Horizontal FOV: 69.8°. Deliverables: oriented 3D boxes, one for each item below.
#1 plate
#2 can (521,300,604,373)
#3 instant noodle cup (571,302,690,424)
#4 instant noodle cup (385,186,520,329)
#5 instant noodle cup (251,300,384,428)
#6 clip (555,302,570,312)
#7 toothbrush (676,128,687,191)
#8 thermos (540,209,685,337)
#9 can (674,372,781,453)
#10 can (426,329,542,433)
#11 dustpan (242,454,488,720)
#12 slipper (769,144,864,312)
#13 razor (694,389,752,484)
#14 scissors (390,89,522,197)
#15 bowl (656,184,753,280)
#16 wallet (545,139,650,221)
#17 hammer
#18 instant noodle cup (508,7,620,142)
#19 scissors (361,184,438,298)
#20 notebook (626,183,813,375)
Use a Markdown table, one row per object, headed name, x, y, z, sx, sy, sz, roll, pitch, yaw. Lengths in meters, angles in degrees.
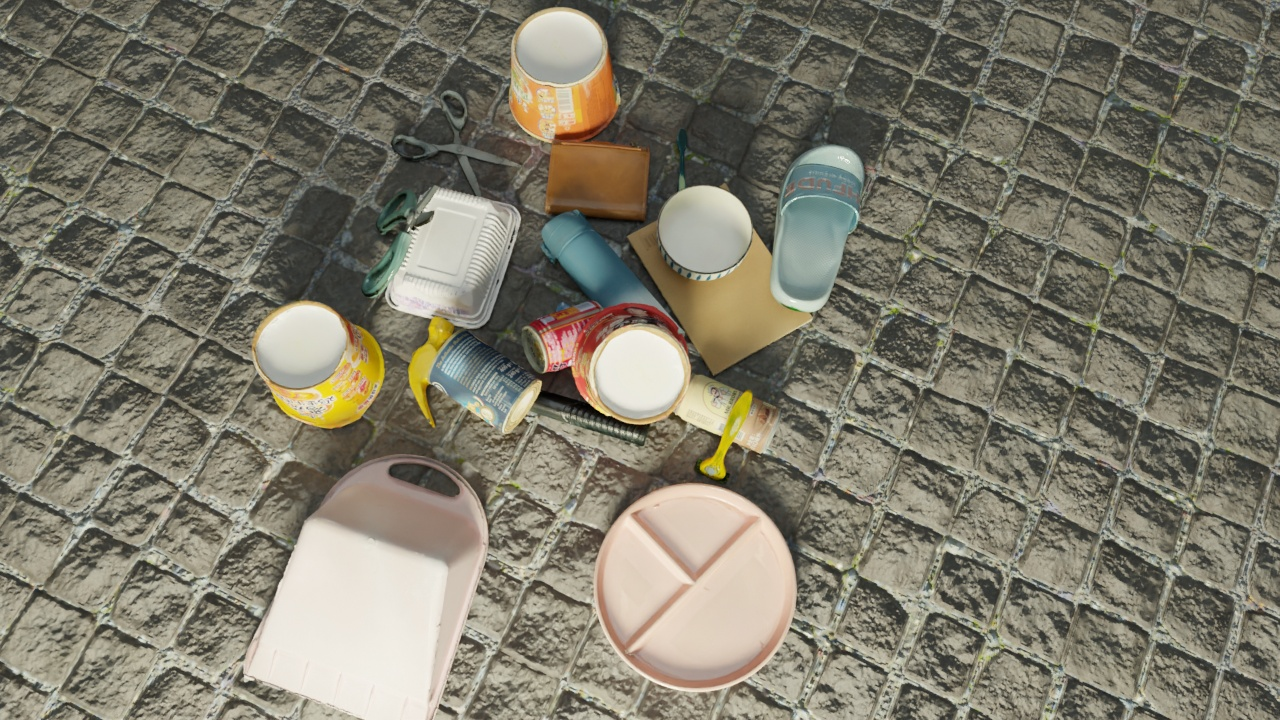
| name | x | y | z | sx | sy | sz | roll | pitch | yaw |
| --- | --- | --- | --- | --- | --- | --- | --- | --- | --- |
| plate | 0.061 | 0.255 | 1.043 | 0.229 | 0.028 | 0.229 | 0 | 72 | -2 |
| can | -0.088 | -0.027 | 1.095 | 0.093 | 0.067 | 0.066 | -22 | 73 | -27 |
| instant noodle cup | -0.006 | 0.006 | 1.020 | 0.138 | 0.108 | 0.138 | -1 | 97 | -6 |
| instant noodle cup | -0.236 | -0.138 | 1.142 | 0.138 | 0.060 | 0.173 | 14 | 76 | 4 |
| instant noodle cup | -0.380 | -0.001 | 1.073 | 0.138 | 0.110 | 0.138 | 1 | 73 | -2 |
| clip | -0.103 | -0.043 | 1.139 | 0.026 | 0.039 | 0.058 | 32 | 74 | 7 |
| toothbrush | 0.053 | -0.214 | 1.198 | 0.016 | 0.018 | 0.191 | 2 | 75 | -2 |
| thermos | -0.038 | -0.092 | 1.132 | 0.070 | 0.070 | 0.220 | -38 | 76 | -12 |
| can | 0.104 | 0.062 | 1.088 | 0.116 | 0.058 | 0.058 | 24 | 73 | 7 |
| can | -0.177 | 0.025 | 1.051 | 0.111 | 0.075 | 0.075 | 33 | 75 | 9 |
| dustpan | -0.290 | 0.255 | 1.048 | 0.222 | 0.138 | 0.274 | 20 | 101 | 4 |
| slipper | 0.221 | -0.175 | 1.147 | 0.104 | 0.074 | 0.244 | 17 | 67 | 0 |
| razor | 0.101 | 0.087 | 1.053 | 0.043 | 0.133 | 0.028 | 27 | 35 | 9 |
| scissors | -0.245 | -0.279 | 1.213 | 0.159 | 0.014 | 0.180 | -16 | 75 | -6 |
| bowl | 0.076 | -0.149 | 1.125 | 0.116 | 0.066 | 0.116 | 1 | 75 | -3 |
| wallet | -0.054 | -0.243 | 1.193 | 0.130 | 0.035 | 0.119 | 5 | 73 | -1 |
| hammer | -0.135 | 0.046 | 1.102 | 0.301 | 0.033 | 0.128 | 16 | 73 | 4 |
| instant noodle cup | -0.102 | -0.375 | 1.194 | 0.151 | 0.111 | 0.151 | 0 | 73 | -1 |
| scissors | -0.295 | -0.165 | 1.122 | 0.173 | 0.019 | 0.178 | -49 | 36 | 23 |
| notebook | 0.099 | -0.105 | 1.155 | 0.149 | 0.012 | 0.211 | -29 | 79 | -11 |
